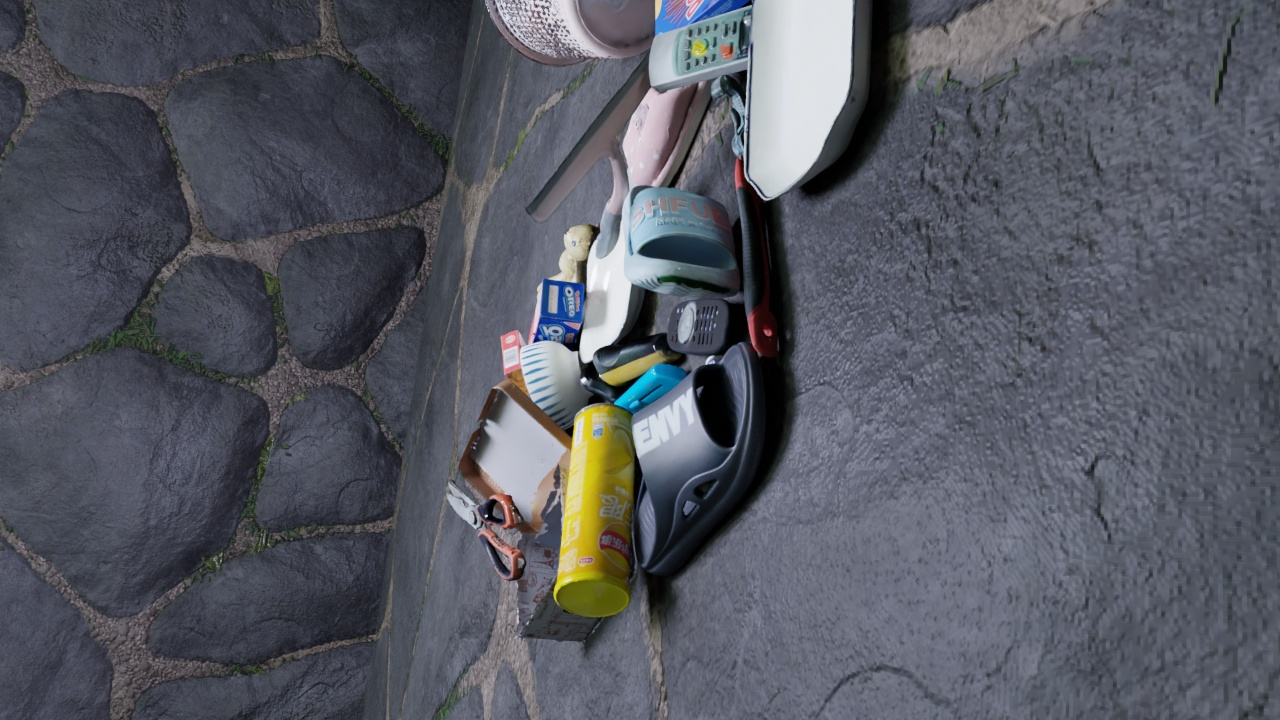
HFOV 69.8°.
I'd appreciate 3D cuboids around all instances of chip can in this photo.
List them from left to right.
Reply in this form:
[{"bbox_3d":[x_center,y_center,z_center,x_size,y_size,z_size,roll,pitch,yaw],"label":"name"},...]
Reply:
[{"bbox_3d":[-0.042,0.144,0.917,0.212,0.072,0.072,-88,20,-43],"label":"chip can"}]

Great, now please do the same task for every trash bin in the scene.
[{"bbox_3d":[-0.059,-0.466,1.133,0.192,0.227,0.228,43,121,52],"label":"trash bin"}]

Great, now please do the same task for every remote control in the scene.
[{"bbox_3d":[0.058,-0.030,0.844,0.136,0.024,0.053,-173,92,-71],"label":"remote control"},{"bbox_3d":[0.068,-0.290,0.850,0.135,0.019,0.056,-3,77,35],"label":"remote control"}]

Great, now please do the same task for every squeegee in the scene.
[{"bbox_3d":[-0.030,-0.169,0.964,0.247,0.040,0.250,-57,-10,-22],"label":"squeegee"}]

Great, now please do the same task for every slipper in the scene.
[{"bbox_3d":[0.029,-0.282,0.997,0.114,0.054,0.275,-100,30,-44],"label":"slipper"},{"bbox_3d":[0.028,0.094,0.785,0.110,0.083,0.269,-99,25,-43],"label":"slipper"},{"bbox_3d":[0.035,-0.123,0.844,0.245,0.104,0.074,-104,26,-62],"label":"slipper"}]

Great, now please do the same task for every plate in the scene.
[{"bbox_3d":[-0.028,-0.084,1.085,0.164,0.034,0.164,147,130,-64],"label":"plate"},{"bbox_3d":[0.137,-0.255,0.727,0.162,0.034,0.265,150,127,-65],"label":"plate"}]

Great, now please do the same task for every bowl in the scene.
[{"bbox_3d":[-0.098,0.026,1.143,0.116,0.066,0.116,-20,-91,-83],"label":"bowl"}]

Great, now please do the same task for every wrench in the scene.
[{"bbox_3d":[0.092,-0.127,0.774,0.016,0.056,0.273,-24,59,37],"label":"wrench"}]

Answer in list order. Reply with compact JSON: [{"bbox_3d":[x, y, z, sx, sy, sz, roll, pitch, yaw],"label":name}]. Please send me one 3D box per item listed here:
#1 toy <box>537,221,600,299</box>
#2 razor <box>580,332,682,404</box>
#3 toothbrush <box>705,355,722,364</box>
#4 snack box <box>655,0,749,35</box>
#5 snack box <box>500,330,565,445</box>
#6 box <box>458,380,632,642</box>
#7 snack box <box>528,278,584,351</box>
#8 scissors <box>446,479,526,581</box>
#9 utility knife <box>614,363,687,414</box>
[{"bbox_3d":[-0.094,-0.127,1.237,0.158,0.066,0.104,-46,21,45],"label":"toy"},{"bbox_3d":[-0.006,0.006,0.973,0.168,0.062,0.067,-23,89,60],"label":"razor"},{"bbox_3d":[0.040,0.065,0.857,0.020,0.029,0.190,-40,-16,-45],"label":"toothbrush"},{"bbox_3d":[0.074,-0.369,0.897,0.158,0.026,0.084,-26,54,43],"label":"snack box"},{"bbox_3d":[-0.138,0.041,1.203,0.077,0.027,0.156,-105,-7,-48],"label":"snack box"},{"bbox_3d":[-0.107,0.169,1.041,0.273,0.124,0.179,59,139,29],"label":"box"},{"bbox_3d":[-0.115,-0.041,1.213,0.208,0.057,0.058,121,154,-69],"label":"snack box"},{"bbox_3d":[-0.180,0.172,1.048,0.205,0.015,0.197,64,143,31],"label":"scissors"},{"bbox_3d":[-0.007,0.044,0.976,0.217,0.034,0.018,138,147,-62],"label":"utility knife"}]
